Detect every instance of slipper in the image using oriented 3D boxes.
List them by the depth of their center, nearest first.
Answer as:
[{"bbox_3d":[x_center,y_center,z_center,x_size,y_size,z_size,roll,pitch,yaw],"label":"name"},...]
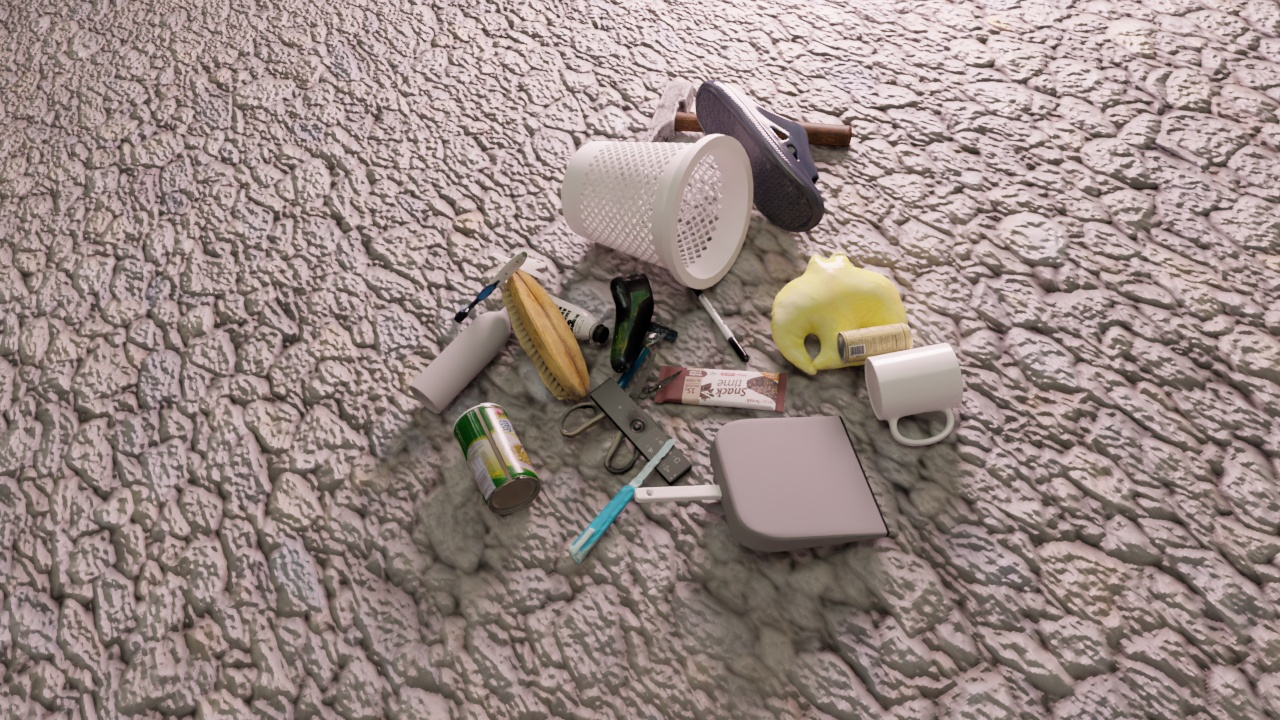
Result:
[{"bbox_3d":[0.176,-0.287,1.263,0.083,0.111,0.268,-27,68,-22],"label":"slipper"}]

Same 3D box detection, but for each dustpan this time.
[{"bbox_3d":[0.121,0.135,0.999,0.257,0.033,0.163,0,46,-14],"label":"dustpan"}]

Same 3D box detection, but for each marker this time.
[{"bbox_3d":[0.100,-0.052,1.182,0.011,0.011,0.152,-26,54,-8],"label":"marker"}]

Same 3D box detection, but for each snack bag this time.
[{"bbox_3d":[0.098,0.033,1.121,0.158,0.013,0.056,4,57,13],"label":"snack bag"}]

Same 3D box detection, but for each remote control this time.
[{"bbox_3d":[-0.001,0.082,1.085,0.034,0.013,0.150,-38,69,-16],"label":"remote control"}]

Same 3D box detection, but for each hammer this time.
[{"bbox_3d":[0.151,-0.315,1.346,0.301,0.037,0.217,9,57,16],"label":"hammer"}]

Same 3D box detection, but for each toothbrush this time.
[{"bbox_3d":[-0.196,-0.096,1.191,0.016,0.190,0.017,32,49,-22],"label":"toothbrush"}]

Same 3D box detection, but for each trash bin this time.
[{"bbox_3d":[0.014,-0.211,1.217,0.200,0.196,0.195,18,59,33],"label":"trash bin"}]

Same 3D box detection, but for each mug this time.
[{"bbox_3d":[0.314,0.042,1.046,0.090,0.074,0.110,-11,79,3],"label":"mug"}]

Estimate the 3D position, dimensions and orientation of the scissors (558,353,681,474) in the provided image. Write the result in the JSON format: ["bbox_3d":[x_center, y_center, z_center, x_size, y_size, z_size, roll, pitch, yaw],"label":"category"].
[{"bbox_3d":[-0.025,0.063,1.111,0.166,0.013,0.157,-4,64,3],"label":"scissors"}]

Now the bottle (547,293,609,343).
[{"bbox_3d":[-0.093,-0.053,1.201,0.116,0.041,0.041,24,63,25],"label":"bottle"}]

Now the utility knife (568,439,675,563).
[{"bbox_3d":[-0.017,0.156,1.041,0.022,0.015,0.178,36,75,31],"label":"utility knife"}]

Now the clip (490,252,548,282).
[{"bbox_3d":[-0.160,-0.121,1.273,0.102,0.052,0.058,28,93,26],"label":"clip"}]

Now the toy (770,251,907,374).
[{"bbox_3d":[0.243,-0.060,1.129,0.170,0.065,0.154,-7,72,1],"label":"toy"}]

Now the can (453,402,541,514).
[{"bbox_3d":[-0.170,0.114,1.080,0.067,0.067,0.121,-27,55,-9],"label":"can"}]

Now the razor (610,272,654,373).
[{"bbox_3d":[-0.020,-0.050,1.165,0.054,0.067,0.151,-23,39,33],"label":"razor"}]

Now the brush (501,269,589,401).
[{"bbox_3d":[-0.121,-0.030,1.159,0.059,0.043,0.195,-10,64,-49],"label":"brush"}]

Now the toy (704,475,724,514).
[{"bbox_3d":[0.128,0.160,1.015,0.112,0.030,0.049,14,73,14],"label":"toy"}]

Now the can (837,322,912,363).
[{"bbox_3d":[0.275,-0.021,1.077,0.079,0.038,0.038,-8,54,-3],"label":"can"}]

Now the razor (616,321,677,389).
[{"bbox_3d":[-0.007,0.007,1.155,0.042,0.022,0.143,23,63,26],"label":"razor"}]

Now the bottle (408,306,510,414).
[{"bbox_3d":[-0.214,-0.018,1.191,0.052,0.052,0.194,29,64,27],"label":"bottle"}]
